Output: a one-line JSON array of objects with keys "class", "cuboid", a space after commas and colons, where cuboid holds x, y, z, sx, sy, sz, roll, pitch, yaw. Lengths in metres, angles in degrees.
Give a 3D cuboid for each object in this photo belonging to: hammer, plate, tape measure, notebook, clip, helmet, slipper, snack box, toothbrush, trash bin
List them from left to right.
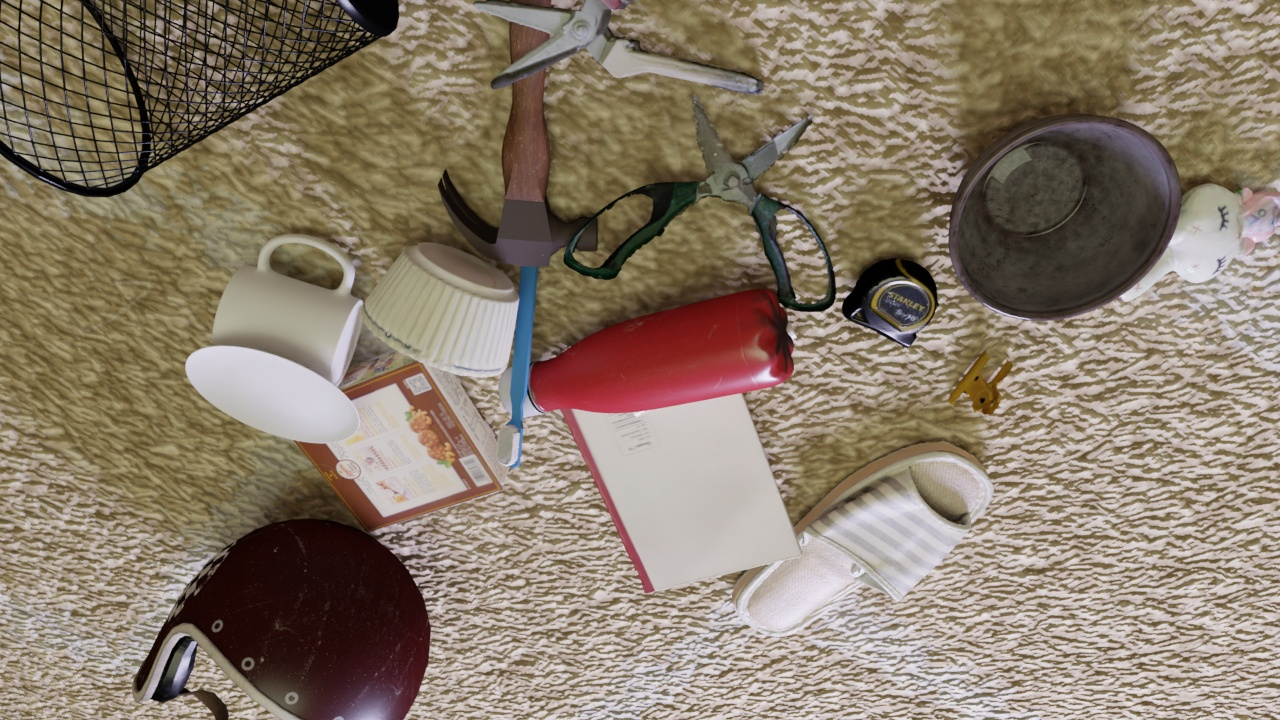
[{"class": "trash bin", "cuboid": [-0.271, -0.221, 0.538, 0.210, 0.183, 0.184, -20, 119, 9]}, {"class": "plate", "cuboid": [-0.283, 0.025, 0.713, 0.134, 0.011, 0.135, 9, 146, 6]}, {"class": "helmet", "cuboid": [-0.315, 0.262, 0.799, 0.254, 0.233, 0.233, -45, 116, 7]}, {"class": "snack box", "cuboid": [-0.209, 0.068, 0.789, 0.147, 0.041, 0.143, -19, 119, 15]}, {"class": "toothbrush", "cuboid": [-0.095, 0.002, 0.714, 0.016, 0.014, 0.166, 10, 98, 30]}, {"class": "hammer", "cuboid": [-0.076, -0.213, 0.609, 0.115, 0.033, 0.324, 4, 122, -3]}, {"class": "notebook", "cuboid": [0.035, 0.099, 0.788, 0.153, 0.012, 0.209, -17, 108, 15]}, {"class": "slipper", "cuboid": [0.192, 0.173, 0.824, 0.114, 0.053, 0.273, 41, 117, -14]}, {"class": "tape measure", "cuboid": [0.192, -0.047, 0.693, 0.061, 0.034, 0.061, 26, 123, -13]}, {"class": "clip", "cuboid": [0.270, 0.023, 0.729, 0.046, 0.048, 0.054, 45, 125, 24]}]

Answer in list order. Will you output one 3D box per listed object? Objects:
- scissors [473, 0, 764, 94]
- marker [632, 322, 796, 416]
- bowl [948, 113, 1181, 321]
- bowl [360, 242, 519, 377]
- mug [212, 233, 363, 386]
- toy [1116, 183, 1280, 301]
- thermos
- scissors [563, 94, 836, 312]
[{"class": "scissors", "cuboid": [0.004, -0.216, 0.593, 0.179, 0.015, 0.199, 37, 107, -27]}, {"class": "marker", "cuboid": [0.056, 0.008, 0.733, 0.146, 0.017, 0.017, -27, 117, 16]}, {"class": "bowl", "cuboid": [0.279, -0.106, 0.629, 0.145, 0.067, 0.145, 2, 122, 3]}, {"class": "bowl", "cuboid": [-0.141, -0.043, 0.680, 0.115, 0.115, 0.062, 23, 106, -11]}, {"class": "mug", "cuboid": [-0.266, -0.043, 0.711, 0.090, 0.073, 0.110, 17, 101, -7]}, {"class": "toy", "cuboid": [0.392, -0.089, 0.651, 0.123, 0.038, 0.079, -16, 113, 10]}, {"class": "thermos", "cuboid": [-0.004, 0.004, 0.711, 0.240, 0.073, 0.073, -12, 121, 24]}, {"class": "scissors", "cuboid": [0.060, -0.089, 0.674, 0.202, 0.015, 0.205, -34, 118, 15]}]
